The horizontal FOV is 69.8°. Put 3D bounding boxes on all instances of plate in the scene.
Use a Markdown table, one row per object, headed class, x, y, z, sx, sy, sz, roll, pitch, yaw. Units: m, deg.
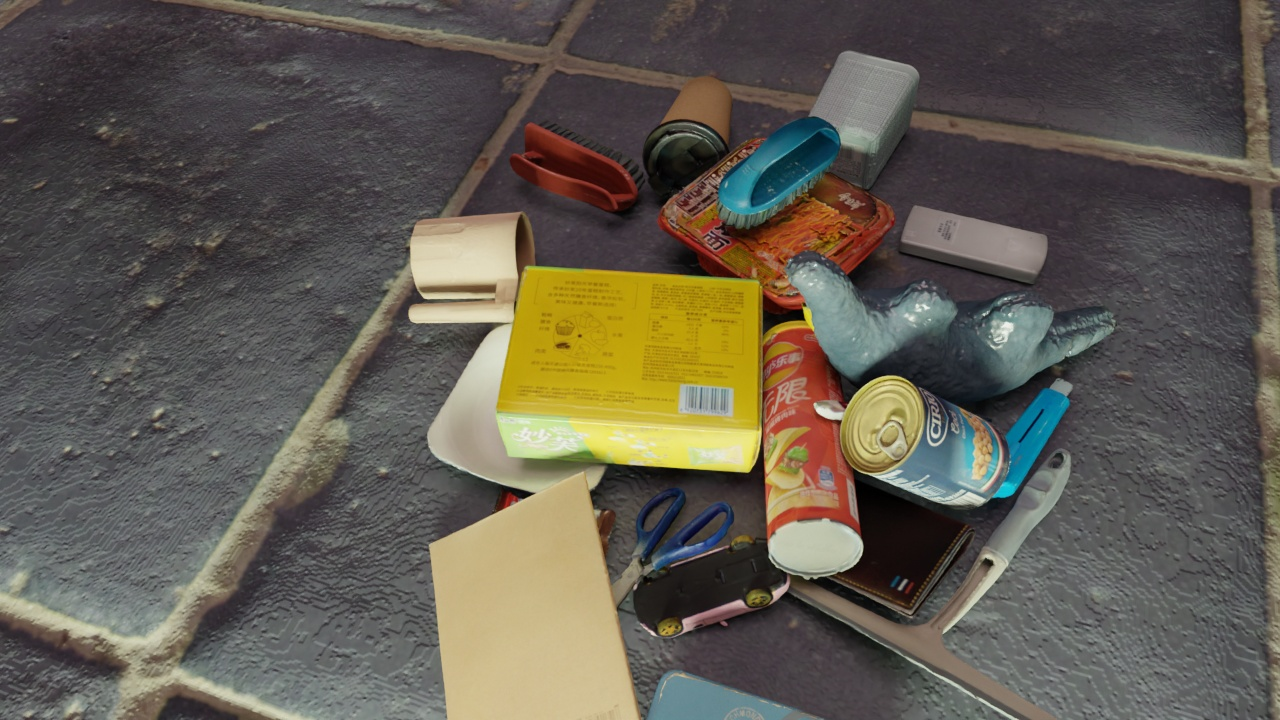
| class | x | y | z | sx | sy | sz | roll | pitch | yaw |
| --- | --- | --- | --- | --- | --- | --- | --- | --- | --- |
| plate | -0.088 | 0.046 | 0.812 | 0.164 | 0.034 | 0.163 | 16 | 56 | 16 |

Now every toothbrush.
| class | x | y | z | sx | sy | sz | roll | pitch | yaw |
| --- | --- | --- | --- | --- | --- | --- | --- | --- | --- |
| toothbrush | 0.216 | 0.045 | 0.739 | 0.187 | 0.017 | 0.016 | 8 | 50 | -28 |

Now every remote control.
| class | x | y | z | sx | sy | sz | roll | pitch | yaw |
| --- | --- | --- | --- | --- | --- | --- | --- | --- | --- |
| remote control | 0.327 | -0.114 | 0.903 | 0.135 | 0.019 | 0.056 | 17 | 57 | 17 |

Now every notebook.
| class | x | y | z | sx | sy | sz | roll | pitch | yaw |
| --- | --- | --- | --- | --- | --- | --- | --- | --- | --- |
| notebook | -0.084 | 0.201 | 0.675 | 0.150 | 0.012 | 0.211 | -27 | 52 | 14 |

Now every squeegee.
| class | x | y | z | sx | sy | sz | roll | pitch | yaw |
| --- | --- | --- | --- | --- | --- | --- | --- | --- | --- |
| squeegee | 0.266 | 0.151 | 0.701 | 0.247 | 0.039 | 0.245 | 22 | 49 | 41 |

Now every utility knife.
| class | x | y | z | sx | sy | sz | roll | pitch | yaw |
| --- | --- | --- | --- | --- | --- | --- | --- | --- | --- |
| utility knife | 0.322 | 0.060 | 0.760 | 0.034 | 0.018 | 0.165 | 12 | 39 | 42 |

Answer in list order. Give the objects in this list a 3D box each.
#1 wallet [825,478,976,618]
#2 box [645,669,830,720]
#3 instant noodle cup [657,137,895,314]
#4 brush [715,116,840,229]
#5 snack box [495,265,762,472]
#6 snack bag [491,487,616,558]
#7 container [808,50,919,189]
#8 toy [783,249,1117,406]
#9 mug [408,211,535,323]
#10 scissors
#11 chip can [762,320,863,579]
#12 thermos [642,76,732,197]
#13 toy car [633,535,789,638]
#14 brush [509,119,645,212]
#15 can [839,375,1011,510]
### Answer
| class | x | y | z | sx | sy | sz | roll | pitch | yaw |
| --- | --- | --- | --- | --- | --- | --- | --- | --- | --- |
| wallet | 0.178 | 0.138 | 0.703 | 0.122 | 0.020 | 0.096 | 19 | 47 | 43 |
| box | 0.077 | 0.275 | 0.613 | 0.184 | 0.059 | 0.089 | 13 | 55 | 12 |
| instant noodle cup | 0.132 | -0.123 | 0.890 | 0.164 | 0.079 | 0.189 | -40 | 59 | -22 |
| brush | 0.129 | -0.180 | 0.837 | 0.143 | 0.074 | 0.055 | -36 | 68 | -23 |
| snack box | -0.005 | 0.005 | 0.771 | 0.210 | 0.070 | 0.157 | 3 | 55 | 3 |
| snack bag | -0.073 | 0.134 | 0.751 | 0.105 | 0.026 | 0.045 | 9 | 54 | 10 |
| container | 0.229 | -0.251 | 0.973 | 0.090 | 0.090 | 0.111 | 21 | 62 | 19 |
| toy | 0.247 | -0.018 | 0.755 | 0.355 | 0.138 | 0.091 | 4 | 45 | -26 |
| mug | -0.163 | -0.085 | 0.887 | 0.103 | 0.084 | 0.124 | -2 | 53 | 7 |
| scissors | 0.007 | 0.158 | 0.703 | 0.147 | 0.012 | 0.169 | -14 | 31 | 21 |
| chip can | 0.133 | 0.064 | 0.735 | 0.073 | 0.073 | 0.216 | -1 | 44 | 5 |
| thermos | 0.058 | -0.242 | 0.985 | 0.093 | 0.093 | 0.142 | 7 | 46 | 10 |
| toy car | 0.054 | 0.175 | 0.704 | 0.122 | 0.037 | 0.056 | -20 | 47 | 7 |
| brush | -0.066 | -0.198 | 0.975 | 0.146 | 0.063 | 0.069 | 28 | 49 | 21 |
| can | 0.217 | 0.064 | 0.695 | 0.111 | 0.076 | 0.075 | 23 | 45 | -32 |
